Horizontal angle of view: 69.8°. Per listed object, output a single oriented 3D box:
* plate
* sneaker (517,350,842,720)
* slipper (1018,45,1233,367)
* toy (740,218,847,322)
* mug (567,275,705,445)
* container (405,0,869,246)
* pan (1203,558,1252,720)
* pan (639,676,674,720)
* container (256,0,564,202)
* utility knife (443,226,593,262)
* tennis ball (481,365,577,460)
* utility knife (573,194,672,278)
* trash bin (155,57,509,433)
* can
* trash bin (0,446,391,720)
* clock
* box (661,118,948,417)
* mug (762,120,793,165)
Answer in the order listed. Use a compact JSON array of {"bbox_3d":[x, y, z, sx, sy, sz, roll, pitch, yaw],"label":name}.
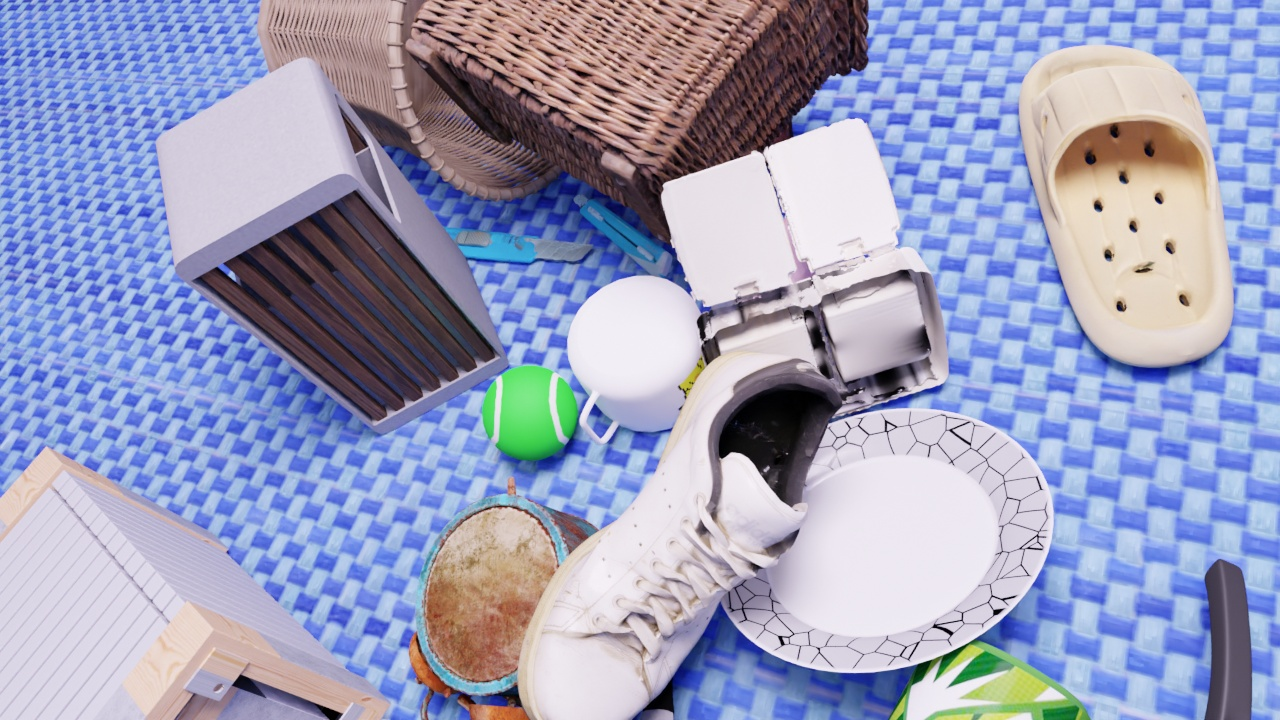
[{"bbox_3d":[0.132,0.098,0.519,0.189,0.016,0.188,-20,32,13],"label":"plate"},{"bbox_3d":[0.034,0.096,0.478,0.241,0.089,0.102,-57,22,-18],"label":"sneaker"},{"bbox_3d":[0.312,-0.121,0.579,0.111,0.079,0.260,-3,61,13],"label":"slipper"},{"bbox_3d":[0.109,-0.062,0.629,0.102,0.050,0.093,-39,54,-9],"label":"toy"},{"bbox_3d":[-0.004,0.004,0.620,0.094,0.068,0.115,24,72,29],"label":"mug"},{"bbox_3d":[-0.010,-0.207,0.588,0.250,0.162,0.183,33,88,22],"label":"container"},{"bbox_3d":[0.230,0.248,0.382,0.209,0.067,0.355,24,54,2],"label":"pan"},{"bbox_3d":[0.000,0.247,0.474,0.226,0.034,0.355,-18,39,32],"label":"pan"},{"bbox_3d":[-0.170,-0.257,0.743,0.196,0.227,0.226,18,69,34],"label":"container"},{"bbox_3d":[-0.128,-0.097,0.753,0.196,0.015,0.031,8,69,21],"label":"utility knife"},{"bbox_3d":[-0.076,0.036,0.628,0.065,0.065,0.065,-8,59,14],"label":"tennis ball"},{"bbox_3d":[-0.017,-0.099,0.715,0.117,0.015,0.022,40,105,34],"label":"utility knife"},{"bbox_3d":[-0.201,-0.066,0.631,0.114,0.229,0.114,-28,56,2],"label":"trash bin"},{"bbox_3d":[0.148,0.214,0.440,0.083,0.083,0.144,26,73,29],"label":"can"},{"bbox_3d":[-0.306,0.187,0.553,0.247,0.142,0.142,23,71,38],"label":"trash bin"},{"bbox_3d":[-0.077,0.161,0.552,0.121,0.073,0.157,21,82,37],"label":"clock"},{"bbox_3d":[0.101,-0.043,0.557,0.145,0.186,0.065,-16,19,7],"label":"box"},{"bbox_3d":[0.059,-0.171,0.687,0.110,0.096,0.122,-9,68,18],"label":"mug"}]
